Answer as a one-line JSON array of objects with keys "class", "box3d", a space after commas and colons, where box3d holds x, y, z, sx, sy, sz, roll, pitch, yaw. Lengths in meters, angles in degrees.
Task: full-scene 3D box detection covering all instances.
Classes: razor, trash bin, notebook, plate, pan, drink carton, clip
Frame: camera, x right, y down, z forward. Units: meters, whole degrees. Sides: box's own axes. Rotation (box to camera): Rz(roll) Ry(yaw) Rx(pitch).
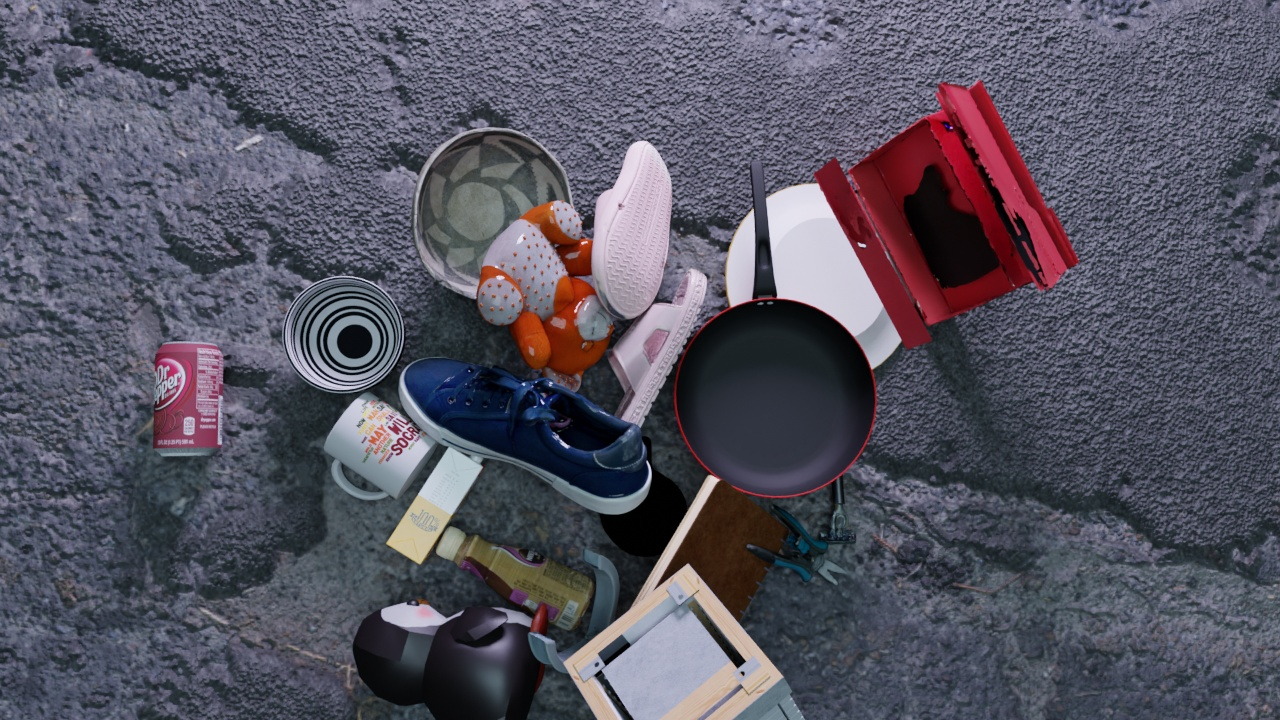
[{"class": "razor", "box3d": [0.218, 0.133, 1.023, 0.043, 0.022, 0.144, -1, 84, -7]}, {"class": "trash bin", "box3d": [0.065, 0.340, 0.858, 0.142, 0.142, 0.247, -37, 133, -9]}, {"class": "notebook", "box3d": [0.060, 0.245, 0.944, 0.167, 0.024, 0.225, 40, 79, -44]}, {"class": "plate", "box3d": [0.209, -0.089, 1.035, 0.229, 0.021, 0.229, 1, 84, -11]}, {"class": "pan", "box3d": [0.135, -0.033, 0.978, 0.209, 0.067, 0.356, -4, 81, 1]}, {"class": "drink carton", "box3d": [-0.209, 0.146, 0.957, 0.040, 0.058, 0.122, 32, 82, -2]}, {"class": "clip", "box3d": [-0.068, 0.285, 0.902, 0.158, 0.030, 0.174, -40, 133, -41]}]

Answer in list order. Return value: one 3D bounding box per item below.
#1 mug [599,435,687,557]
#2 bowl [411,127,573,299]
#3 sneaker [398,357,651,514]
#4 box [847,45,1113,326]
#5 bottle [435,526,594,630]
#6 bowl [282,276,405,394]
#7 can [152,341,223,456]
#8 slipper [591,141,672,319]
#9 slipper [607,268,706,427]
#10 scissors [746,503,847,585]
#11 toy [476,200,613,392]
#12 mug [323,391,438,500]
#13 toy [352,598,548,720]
[{"class": "mug", "box3d": [0.001, 0.140, 0.962, 0.085, 0.094, 0.121, 2, 84, -6]}, {"class": "bowl", "box3d": [-0.165, -0.156, 0.970, 0.178, 0.081, 0.178, -10, 110, -29]}, {"class": "sneaker", "box3d": [-0.123, 0.042, 0.899, 0.295, 0.127, 0.120, 21, 44, 23]}, {"class": "box", "box3d": [0.346, -0.167, 0.921, 0.121, 0.319, 0.211, -26, 88, -8]}, {"class": "bottle", "box3d": [-0.132, 0.222, 0.957, 0.166, 0.060, 0.059, 26, 82, -3]}, {"class": "bowl", "box3d": [-0.304, -0.023, 0.960, 0.120, 0.066, 0.120, 1, 84, -6]}, {"class": "can", "box3d": [-0.462, 0.040, 0.939, 0.063, 0.063, 0.114, -1, 84, -6]}, {"class": "slipper", "box3d": [-0.012, -0.144, 0.971, 0.056, 0.107, 0.221, -9, 50, 30]}, {"class": "slipper", "box3d": [-0.006, 0.006, 0.978, 0.064, 0.094, 0.239, 26, 88, -7]}, {"class": "scissors", "box3d": [0.169, 0.202, 0.980, 0.122, 0.019, 0.149, -23, 111, -24]}, {"class": "toy", "box3d": [-0.087, -0.058, 0.939, 0.172, 0.093, 0.163, 55, 46, -34]}, {"class": "mug", "box3d": [-0.275, 0.099, 0.954, 0.089, 0.073, 0.105, 34, 107, -2]}, {"class": "toy", "box3d": [-0.197, 0.305, 0.903, 0.184, 0.159, 0.139, 11, 40, 6]}]
